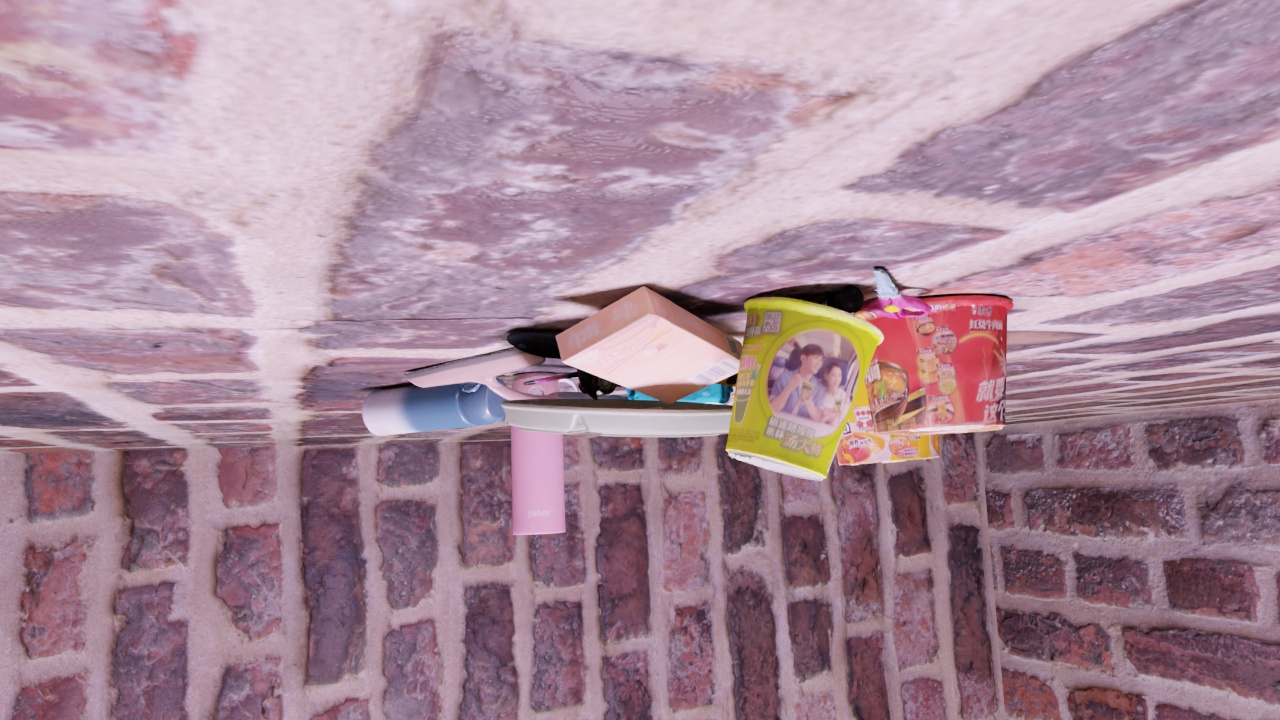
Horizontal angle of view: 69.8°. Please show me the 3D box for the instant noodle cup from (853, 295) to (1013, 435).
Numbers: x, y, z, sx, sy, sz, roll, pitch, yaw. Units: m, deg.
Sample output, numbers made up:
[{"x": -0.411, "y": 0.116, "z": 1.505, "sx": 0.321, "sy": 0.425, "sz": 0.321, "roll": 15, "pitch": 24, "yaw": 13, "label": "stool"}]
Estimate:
[{"x": 0.256, "y": 0.009, "z": 0.796, "sx": 0.138, "sy": 0.108, "sz": 0.138, "roll": -3, "pitch": 173, "yaw": -1, "label": "instant noodle cup"}]

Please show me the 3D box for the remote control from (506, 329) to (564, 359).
[{"x": -0.055, "y": -0.014, "z": 0.844, "sx": 0.136, "sy": 0.024, "sz": 0.053, "roll": 0, "pitch": 170, "yaw": -23, "label": "remote control"}]

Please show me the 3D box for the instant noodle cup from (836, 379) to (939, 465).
[{"x": 0.268, "y": 0.058, "z": 1.013, "sx": 0.138, "sy": 0.109, "sz": 0.138, "roll": -4, "pitch": 173, "yaw": -1, "label": "instant noodle cup"}]

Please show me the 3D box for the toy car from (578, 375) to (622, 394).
[{"x": -0.005, "y": 0.005, "z": 0.929, "sx": 0.120, "sy": 0.045, "sz": 0.053, "roll": -9, "pitch": 174, "yaw": -5, "label": "toy car"}]

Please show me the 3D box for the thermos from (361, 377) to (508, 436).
[{"x": -0.263, "y": 0.057, "z": 1.184, "sx": 0.221, "sy": 0.070, "sz": 0.070, "roll": -8, "pitch": 171, "yaw": 33, "label": "thermos"}]

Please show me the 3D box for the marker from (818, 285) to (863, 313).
[{"x": 0.149, "y": -0.038, "z": 0.745, "sx": 0.022, "sy": 0.020, "sz": 0.132, "roll": -16, "pitch": 175, "yaw": -10, "label": "marker"}]

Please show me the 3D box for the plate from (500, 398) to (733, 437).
[{"x": -0.015, "y": 0.052, "z": 0.856, "sx": 0.230, "sy": 0.027, "sz": 0.230, "roll": 1, "pitch": 179, "yaw": 0, "label": "plate"}]

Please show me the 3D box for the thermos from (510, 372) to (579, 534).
[{"x": -0.118, "y": 0.115, "z": 1.141, "sx": 0.087, "sy": 0.198, "sz": 0.067, "roll": 0, "pitch": 171, "yaw": -8, "label": "thermos"}]

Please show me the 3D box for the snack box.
[{"x": 0.014, "y": -0.007, "z": 0.725, "sx": 0.085, "sy": 0.026, "sz": 0.157, "roll": -27, "pitch": 152, "yaw": 24, "label": "snack box"}]

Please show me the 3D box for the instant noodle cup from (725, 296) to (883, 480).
[{"x": 0.119, "y": 0.026, "z": 0.718, "sx": 0.112, "sy": 0.123, "sz": 0.112, "roll": 17, "pitch": 172, "yaw": 2, "label": "instant noodle cup"}]

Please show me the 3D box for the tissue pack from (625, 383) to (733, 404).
[{"x": 0.047, "y": 0.032, "z": 1.128, "sx": 0.133, "sy": 0.050, "sz": 0.093, "roll": -3, "pitch": 174, "yaw": 6, "label": "tissue pack"}]

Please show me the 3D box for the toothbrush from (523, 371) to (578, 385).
[{"x": -0.029, "y": 0.010, "z": 0.961, "sx": 0.189, "sy": 0.017, "sz": 0.014, "roll": -11, "pitch": 167, "yaw": -13, "label": "toothbrush"}]

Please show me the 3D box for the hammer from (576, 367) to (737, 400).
[{"x": 0.080, "y": 0.011, "z": 0.878, "sx": 0.322, "sy": 0.031, "sz": 0.126, "roll": 7, "pitch": 154, "yaw": -36, "label": "hammer"}]

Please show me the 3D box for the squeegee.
[{"x": -0.103, "y": 0.039, "z": 1.060, "sx": 0.249, "sy": 0.040, "sz": 0.248, "roll": 14, "pitch": 162, "yaw": -42, "label": "squeegee"}]

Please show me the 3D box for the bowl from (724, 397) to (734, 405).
[{"x": 0.155, "y": 0.053, "z": 1.081, "sx": 0.113, "sy": 0.062, "sz": 0.113, "roll": -31, "pitch": 172, "yaw": -5, "label": "bowl"}]

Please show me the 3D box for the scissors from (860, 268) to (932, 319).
[{"x": 0.185, "y": -0.050, "z": 0.685, "sx": 0.056, "sy": 0.017, "sz": 0.133, "roll": 4, "pitch": 172, "yaw": 23, "label": "scissors"}]
